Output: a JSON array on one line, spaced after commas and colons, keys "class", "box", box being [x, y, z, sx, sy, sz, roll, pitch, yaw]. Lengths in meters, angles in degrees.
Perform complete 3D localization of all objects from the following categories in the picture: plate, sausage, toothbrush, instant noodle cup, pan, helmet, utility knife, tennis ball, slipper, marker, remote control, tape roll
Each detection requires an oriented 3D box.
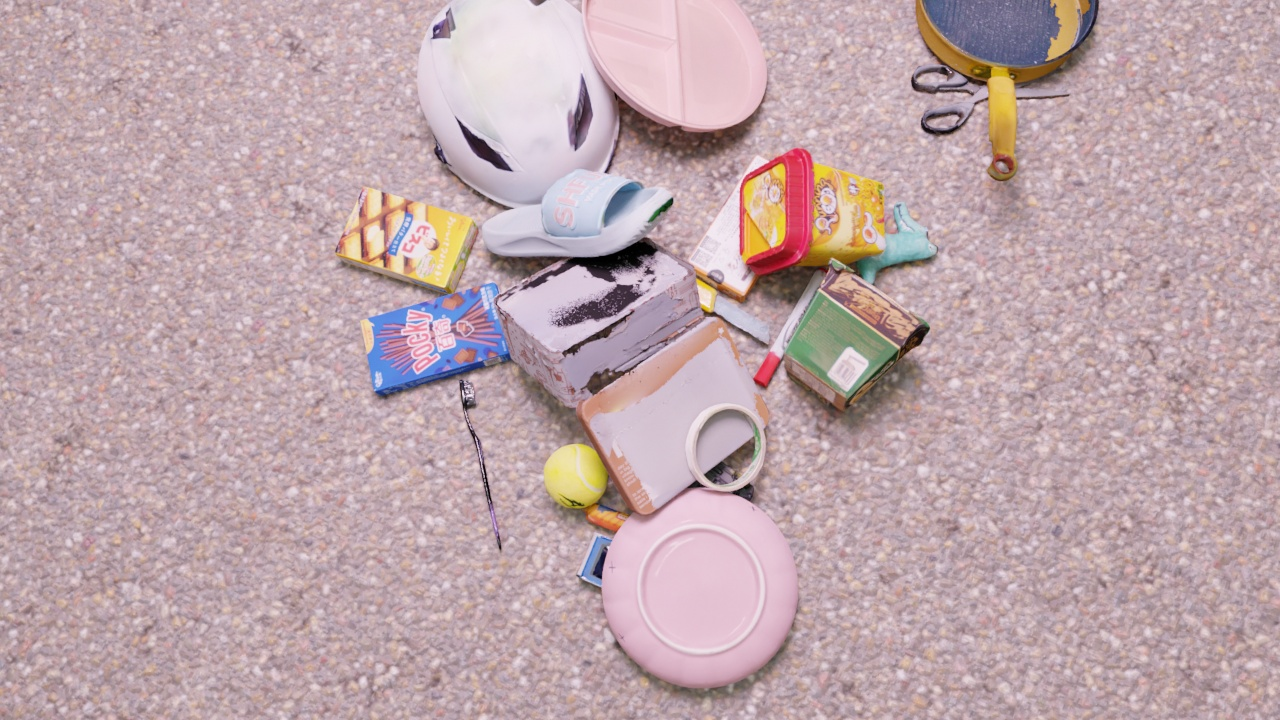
[{"class": "plate", "box": [0.038, -0.350, 1.019, 0.229, 0.028, 0.229, 10, 65, -23]}, {"class": "sausage", "box": [0.016, 0.178, 0.932, 0.165, 0.021, 0.021, 18, 77, 9]}, {"class": "toothbrush", "box": [-0.167, 0.107, 0.972, 0.016, 0.014, 0.189, -13, 74, -12]}, {"class": "instant noodle cup", "box": [0.179, -0.147, 0.944, 0.123, 0.116, 0.116, 3, 83, -22]}, {"class": "pan", "box": [0.395, -0.337, 0.998, 0.198, 0.078, 0.356, 10, 73, 5]}, {"class": "helmet", "box": [-0.138, -0.308, 1.012, 0.229, 0.146, 0.258, -20, 75, 0]}, {"class": "utility knife", "box": [0.047, -0.079, 1.001, 0.223, 0.015, 0.033, 32, 79, 14]}, {"class": "tennis ball", "box": [-0.066, 0.118, 0.933, 0.065, 0.065, 0.065, -1, 75, 4]}, {"class": "slipper", "box": [-0.072, -0.157, 0.951, 0.246, 0.074, 0.103, 1, 32, 37]}, {"class": "marker", "box": [0.162, -0.037, 0.980, 0.017, 0.017, 0.145, 29, 79, 12]}, {"class": "remote control", "box": [0.001, 0.219, 0.922, 0.125, 0.024, 0.049, 22, 78, 9]}, {"class": "tape roll", "box": [0.084, 0.085, 0.897, 0.085, 0.014, 0.086, -1, 93, -27]}, {"class": "plate", "box": [0.057, 0.218, 0.882, 0.192, 0.039, 0.192, 0, 80, 2]}]

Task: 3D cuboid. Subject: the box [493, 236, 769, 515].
[{"class": "box", "box": [-0.006, -0.003, 0.908, 0.179, 0.136, 0.269, -33, 75, -21]}]

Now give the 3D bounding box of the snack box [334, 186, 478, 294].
[{"class": "snack box", "box": [-0.263, -0.135, 1.035, 0.140, 0.034, 0.086, 18, 78, 8]}]

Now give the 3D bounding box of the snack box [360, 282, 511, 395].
[{"class": "snack box", "box": [-0.222, -0.023, 1.004, 0.157, 0.026, 0.084, -16, 75, 0]}]

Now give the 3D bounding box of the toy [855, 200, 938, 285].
[{"class": "toy", "box": [0.273, -0.128, 0.991, 0.092, 0.030, 0.096, -8, 67, -2]}]

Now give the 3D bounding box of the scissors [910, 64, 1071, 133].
[{"class": "scissors", "box": [0.388, -0.306, 1.036, 0.164, 0.014, 0.164, 39, 81, 12]}]

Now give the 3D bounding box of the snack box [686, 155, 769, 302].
[{"class": "snack box", "box": [0.120, -0.146, 1.008, 0.075, 0.026, 0.153, 31, 80, 11]}]

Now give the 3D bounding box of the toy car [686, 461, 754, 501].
[{"class": "toy car", "box": [0.064, 0.118, 0.939, 0.106, 0.031, 0.049, 36, 80, 11]}]

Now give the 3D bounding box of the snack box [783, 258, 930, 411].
[{"class": "snack box", "box": [0.206, -0.016, 0.922, 0.118, 0.117, 0.105, 37, 85, 16]}]
